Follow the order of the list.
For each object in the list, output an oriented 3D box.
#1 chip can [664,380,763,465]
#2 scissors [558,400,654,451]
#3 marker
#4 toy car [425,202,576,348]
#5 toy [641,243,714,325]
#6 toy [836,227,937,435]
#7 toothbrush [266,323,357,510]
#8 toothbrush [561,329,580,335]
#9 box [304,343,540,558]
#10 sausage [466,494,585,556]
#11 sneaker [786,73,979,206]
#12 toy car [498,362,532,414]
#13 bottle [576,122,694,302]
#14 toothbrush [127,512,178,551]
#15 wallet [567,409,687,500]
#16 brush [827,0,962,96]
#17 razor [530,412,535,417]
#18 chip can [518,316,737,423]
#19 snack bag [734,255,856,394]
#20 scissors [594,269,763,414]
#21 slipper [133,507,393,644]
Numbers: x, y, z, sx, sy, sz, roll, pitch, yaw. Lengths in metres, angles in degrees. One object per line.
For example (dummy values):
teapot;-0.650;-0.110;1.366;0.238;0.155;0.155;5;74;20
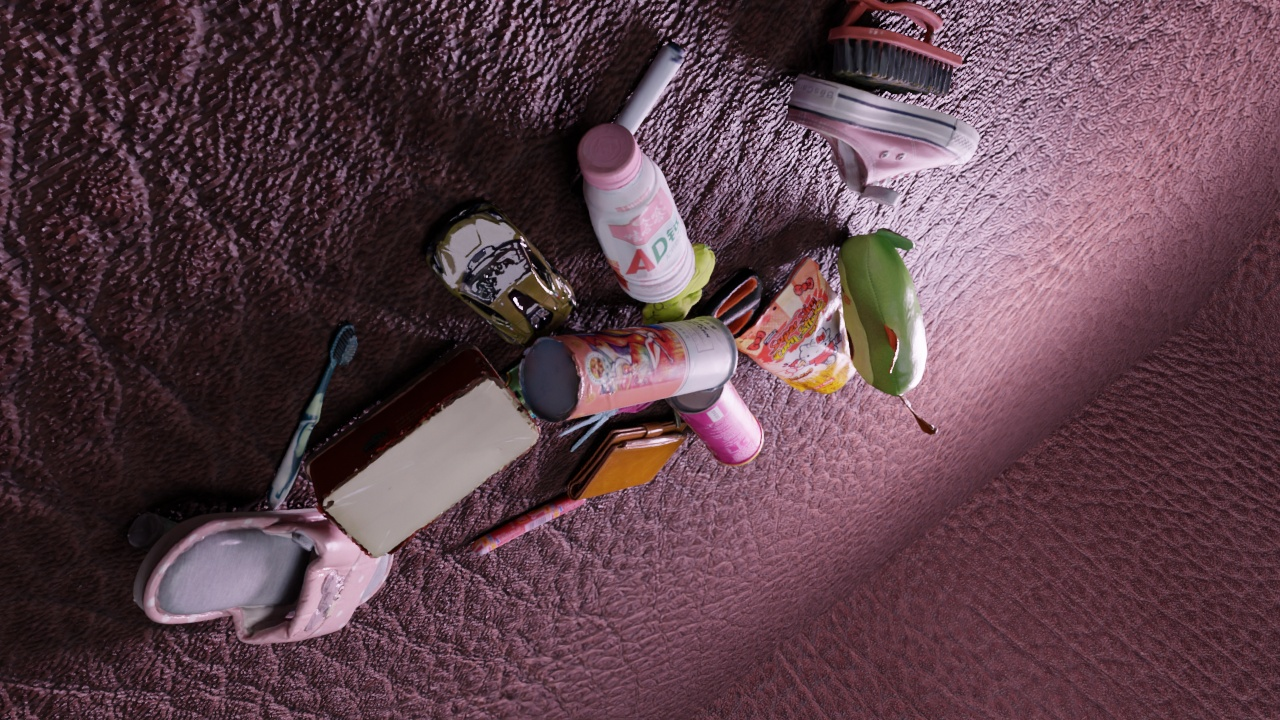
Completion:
chip can;0.087;0.060;1.053;0.071;0.071;0.210;-41;152;0
scissors;-0.026;0.053;0.964;0.133;0.017;0.125;-46;155;19
marker;-0.010;-0.169;0.657;0.131;0.018;0.022;-53;-173;23
toy car;-0.101;-0.059;0.683;0.070;0.042;0.158;-42;150;1
toy;0.036;-0.071;0.844;0.096;0.031;0.100;-6;140;-53
toy;0.278;-0.040;1.047;0.090;0.226;0.247;-15;116;10
toothbrush;-0.245;0.049;0.680;0.016;0.018;0.192;-5;136;-48
toothbrush;-0.019;-0.015;0.874;0.018;0.015;0.180;-56;150;14
box;-0.167;0.076;0.721;0.168;0.079;0.091;-37;127;-6
sausage;-0.123;0.179;1.018;0.155;0.020;0.020;-23;147;-30
sneaker;0.210;-0.189;0.814;0.240;0.118;0.088;-2;116;-42
toy car;-0.094;0.019;0.808;0.091;0.036;0.043;-41;151;-8
bottle;-0.004;-0.107;0.679;0.068;0.068;0.197;-39;159;-4
toothbrush;-0.325;0.165;0.739;0.027;0.026;0.224;-58;156;-15
wallet;-0.008;0.108;1.043;0.130;0.035;0.119;-4;135;-51
brush;0.206;-0.262;0.758;0.145;0.063;0.069;-6;106;-45
razor;-0.114;0.056;0.842;0.132;0.028;0.043;-28;118;-19
chip can;-0.005;0.005;0.793;0.214;0.071;0.071;-10;139;-49
snack bag;0.189;-0.031;1.074;0.129;0.073;0.207;-45;145;8
scissors;0.042;-0.003;0.933;0.235;0.022;0.137;-46;155;-4
slipper;-0.278;0.174;0.739;0.114;0.054;0.274;-61;157;-3
